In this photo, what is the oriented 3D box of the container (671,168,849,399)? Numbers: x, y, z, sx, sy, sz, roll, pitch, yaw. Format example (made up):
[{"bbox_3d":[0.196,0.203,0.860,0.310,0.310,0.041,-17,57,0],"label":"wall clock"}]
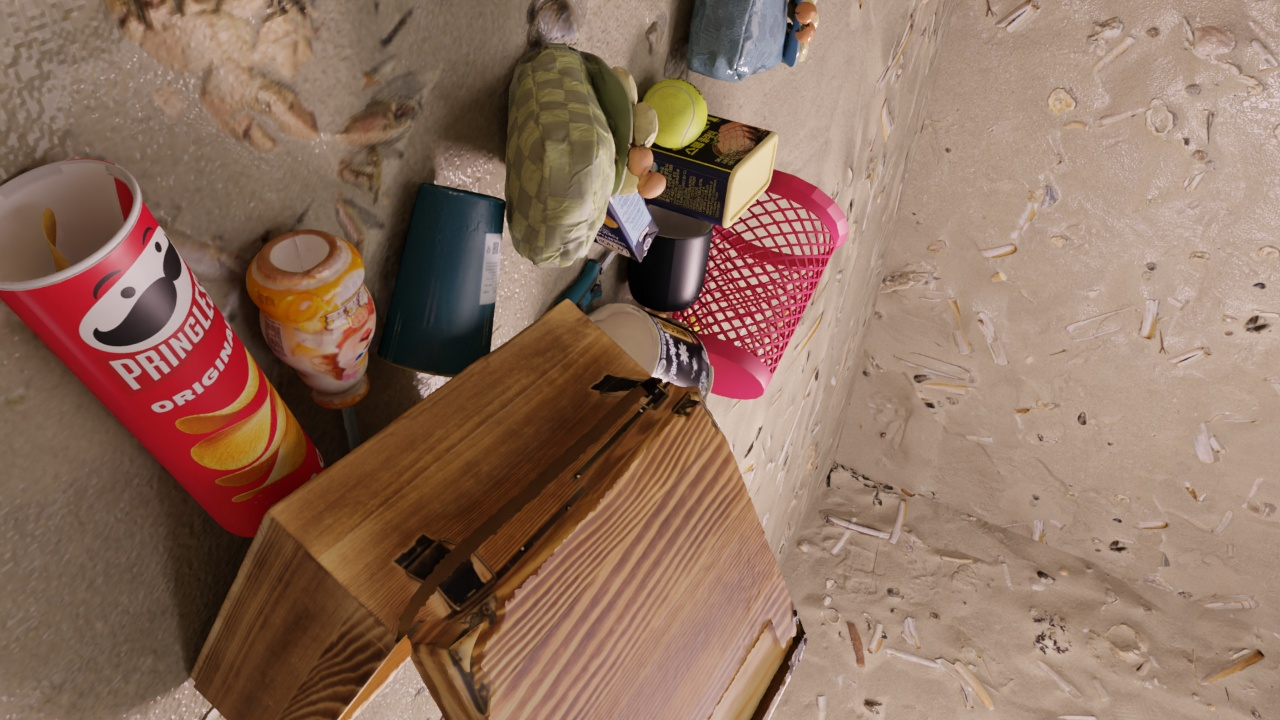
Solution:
[{"bbox_3d":[0.123,-0.081,1.082,0.183,0.183,0.225,66,43,-63],"label":"container"}]

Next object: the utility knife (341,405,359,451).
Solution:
[{"bbox_3d":[-0.195,0.000,0.598,0.022,0.016,0.180,-47,149,-45],"label":"utility knife"}]

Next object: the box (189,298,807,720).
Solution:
[{"bbox_3d":[-0.047,0.163,0.584,0.278,0.315,0.283,-40,170,-49],"label":"box"}]

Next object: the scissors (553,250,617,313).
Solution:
[{"bbox_3d":[-0.056,-0.068,0.898,0.140,0.019,0.128,-7,116,-71],"label":"scissors"}]

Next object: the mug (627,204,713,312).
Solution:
[{"bbox_3d":[0.036,-0.120,0.998,0.121,0.085,0.095,-57,159,-51],"label":"mug"}]

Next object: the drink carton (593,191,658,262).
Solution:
[{"bbox_3d":[-0.031,-0.140,0.823,0.040,0.064,0.130,-60,159,-9],"label":"drink carton"}]

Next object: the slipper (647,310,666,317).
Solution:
[{"bbox_3d":[-0.011,0.071,1.086,0.099,0.078,0.263,10,83,-70],"label":"slipper"}]

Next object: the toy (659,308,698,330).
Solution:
[{"bbox_3d":[0.046,-0.045,1.158,0.091,0.046,0.115,-48,145,-48],"label":"toy"}]

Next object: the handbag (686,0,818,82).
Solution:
[{"bbox_3d":[0.126,-0.352,0.945,0.191,0.119,0.122,-47,151,-59],"label":"handbag"}]

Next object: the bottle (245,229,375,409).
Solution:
[{"bbox_3d":[-0.185,-0.020,0.533,0.063,0.063,0.109,-53,155,-39],"label":"bottle"}]

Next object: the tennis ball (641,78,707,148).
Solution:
[{"bbox_3d":[0.032,-0.239,0.887,0.065,0.065,0.065,-53,155,-38],"label":"tennis ball"}]

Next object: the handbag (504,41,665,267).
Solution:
[{"bbox_3d":[-0.039,-0.145,0.666,0.186,0.117,0.113,-99,-166,-50],"label":"handbag"}]

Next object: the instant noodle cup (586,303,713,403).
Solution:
[{"bbox_3d":[-0.006,0.006,0.953,0.112,0.137,0.137,32,80,-62],"label":"instant noodle cup"}]

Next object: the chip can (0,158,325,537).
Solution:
[{"bbox_3d":[-0.224,0.009,0.448,0.069,0.069,0.221,-58,158,-30],"label":"chip can"}]

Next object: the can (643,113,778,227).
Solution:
[{"bbox_3d":[0.072,-0.205,0.969,0.134,0.104,0.075,-48,152,-46],"label":"can"}]

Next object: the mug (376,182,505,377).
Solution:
[{"bbox_3d":[-0.131,-0.056,0.630,0.078,0.078,0.121,-14,118,-67],"label":"mug"}]
